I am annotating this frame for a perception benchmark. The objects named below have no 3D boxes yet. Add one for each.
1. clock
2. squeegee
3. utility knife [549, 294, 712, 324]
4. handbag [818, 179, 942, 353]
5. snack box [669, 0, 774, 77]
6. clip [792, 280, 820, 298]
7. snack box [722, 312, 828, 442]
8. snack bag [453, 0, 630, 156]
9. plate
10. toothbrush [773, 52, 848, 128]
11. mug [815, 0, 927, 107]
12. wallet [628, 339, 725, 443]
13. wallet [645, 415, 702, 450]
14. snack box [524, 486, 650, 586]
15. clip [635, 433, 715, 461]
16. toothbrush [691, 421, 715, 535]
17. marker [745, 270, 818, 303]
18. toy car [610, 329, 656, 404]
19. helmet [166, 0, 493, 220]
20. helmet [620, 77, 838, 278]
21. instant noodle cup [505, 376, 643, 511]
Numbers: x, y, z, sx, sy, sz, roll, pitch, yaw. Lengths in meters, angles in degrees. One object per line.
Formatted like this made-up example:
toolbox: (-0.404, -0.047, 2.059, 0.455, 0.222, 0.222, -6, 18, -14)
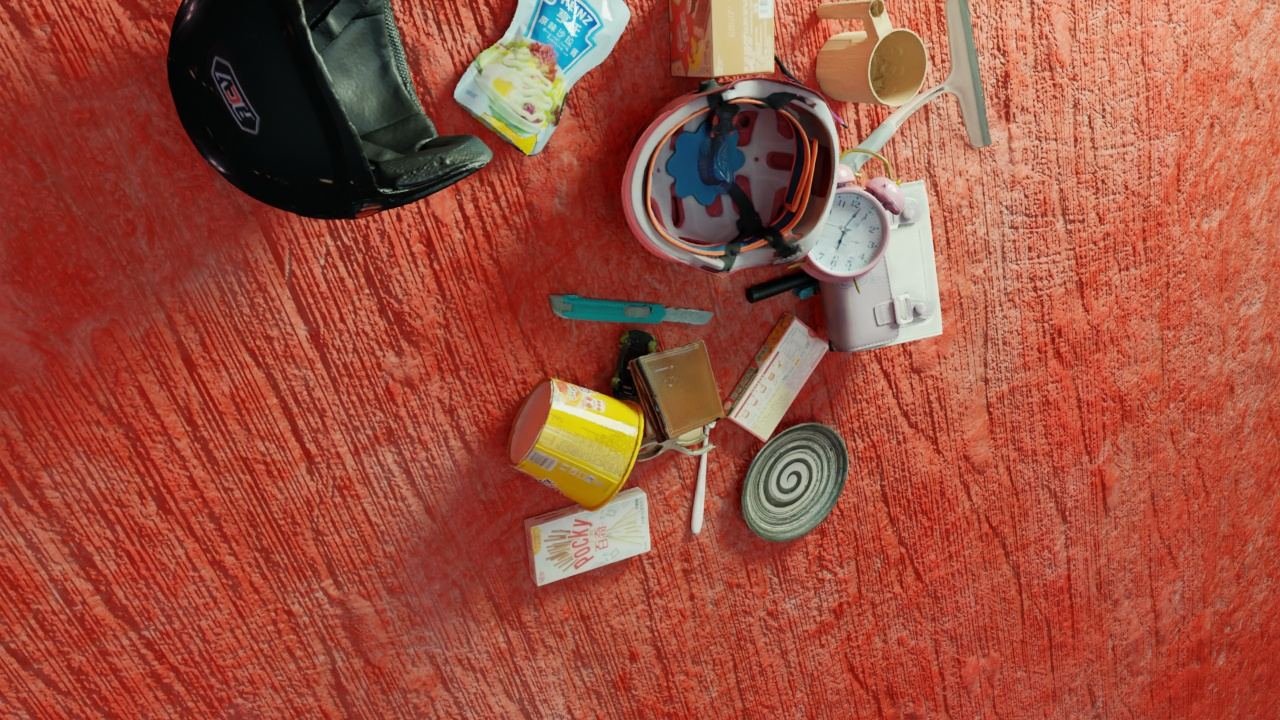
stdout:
clock: (0.239, -0.165, 1.061, 0.117, 0.059, 0.158, 19, 97, 0)
squeegee: (0.320, -0.293, 1.152, 0.249, 0.040, 0.248, -39, 137, -4)
utility knife: (-0.007, -0.058, 1.081, 0.216, 0.013, 0.029, 2, 106, -27)
handbag: (0.291, -0.117, 1.146, 0.144, 0.098, 0.197, -13, 98, -15)
snack box: (0.085, -0.353, 0.979, 0.077, 0.094, 0.093, -13, 112, -23)
clip: (0.224, -0.093, 1.182, 0.056, 0.043, 0.014, -22, 113, -19)
snack box: (0.176, 0.023, 1.194, 0.077, 0.027, 0.156, 34, 91, -32)
snack bag: (-0.098, -0.313, 0.936, 0.110, 0.039, 0.191, 34, 89, -20)
plate: (0.209, 0.164, 1.260, 0.179, 0.024, 0.180, -10, 113, -24)
toothbrush: (0.186, -0.326, 1.087, 0.189, 0.014, 0.018, 31, 101, -32)
mug: (0.257, -0.356, 1.059, 0.084, 0.103, 0.125, -39, 120, -10)
wallet: (0.046, 0.033, 1.061, 0.124, 0.032, 0.101, -16, 85, -48)
wallet: (0.046, 0.053, 1.142, 0.087, 0.024, 0.115, -11, 111, -24)
snack box: (-0.064, 0.217, 1.141, 0.156, 0.027, 0.085, -13, 113, -23)
clip: (0.042, 0.084, 1.121, 0.103, 0.035, 0.093, 3, 114, -17)
toothbrush: (0.082, 0.148, 1.196, 0.016, 0.016, 0.180, -2, 108, -24)
marker: (0.193, -0.101, 1.164, 0.131, 0.020, 0.022, -19, 126, -20)
toy car: (-0.006, 0.006, 1.086, 0.043, 0.036, 0.091, 17, 109, 15)
helmet: (-0.264, -0.228, 0.750, 0.230, 0.274, 0.233, -18, 106, 9)
helmet: (0.086, -0.207, 1.006, 0.240, 0.144, 0.207, -7, 115, -9)
instant noodle cup: (-0.079, 0.088, 1.033, 0.109, 0.138, 0.138, 26, 94, -22)
